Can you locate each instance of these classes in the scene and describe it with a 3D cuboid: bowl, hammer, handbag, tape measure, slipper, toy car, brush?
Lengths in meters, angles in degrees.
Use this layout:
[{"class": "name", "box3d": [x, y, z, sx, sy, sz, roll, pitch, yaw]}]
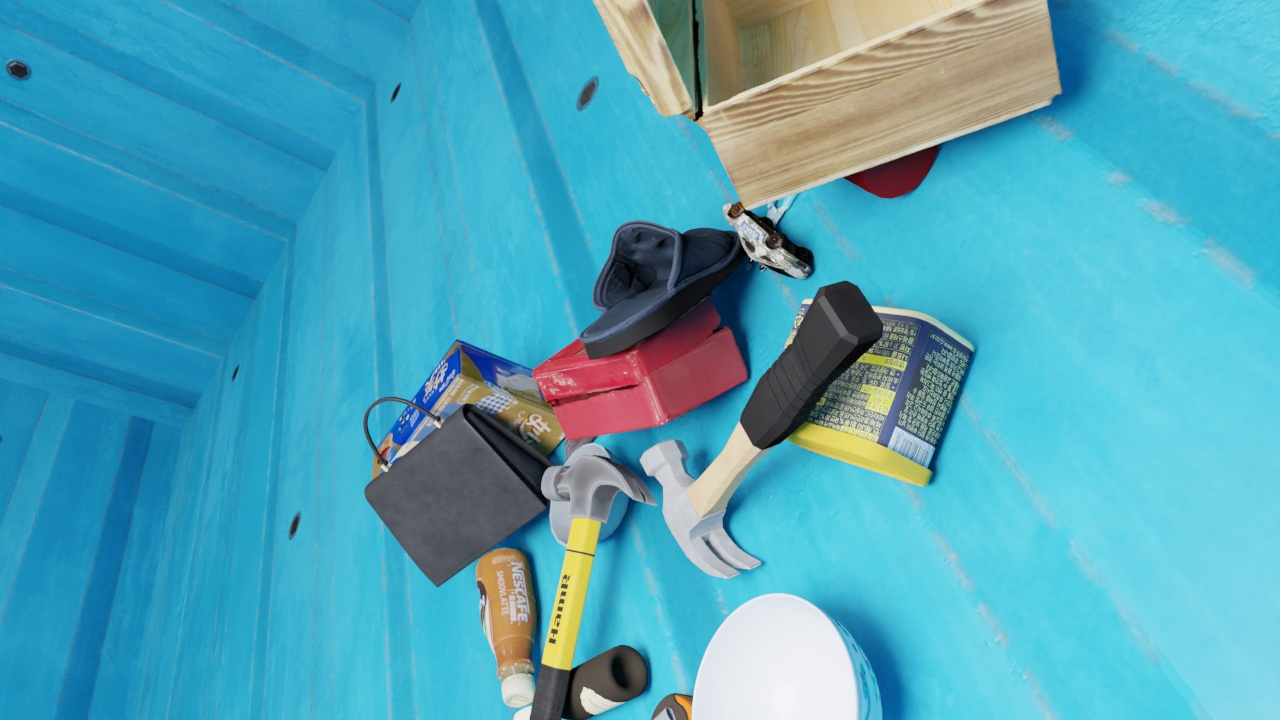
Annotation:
[{"class": "bowl", "box3d": [0.109, 0.234, 0.606, 0.144, 0.074, 0.143, -33, 45, 41]}, {"class": "bowl", "box3d": [-0.046, 0.139, 0.923, 0.107, 0.039, 0.106, -33, 45, 41]}, {"class": "hammer", "box3d": [0.080, 0.056, 0.657, 0.131, 0.039, 0.329, 62, 153, 23]}, {"class": "handbag", "box3d": [-0.220, 0.118, 0.989, 0.176, 0.196, 0.072, -38, 14, 23]}, {"class": "hammer", "box3d": [-0.066, 0.241, 0.813, 0.170, 0.034, 0.324, -12, 61, 56]}, {"class": "tape measure", "box3d": [0.032, 0.291, 0.717, 0.058, 0.038, 0.058, -50, 36, 25]}, {"class": "slipper", "box3d": [0.015, -0.090, 0.817, 0.109, 0.083, 0.264, -20, 13, 32]}, {"class": "toy car", "box3d": [0.111, -0.106, 0.829, 0.041, 0.048, 0.112, -53, 42, 14]}, {"class": "brush", "box3d": [-0.040, 0.051, 0.995, 0.151, 0.012, 0.039, -54, 34, 20]}]

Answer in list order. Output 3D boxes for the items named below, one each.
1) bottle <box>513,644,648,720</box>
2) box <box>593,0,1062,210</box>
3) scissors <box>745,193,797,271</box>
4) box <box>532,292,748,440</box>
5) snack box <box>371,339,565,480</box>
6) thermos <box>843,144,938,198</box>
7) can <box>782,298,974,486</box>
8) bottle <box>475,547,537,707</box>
[{"class": "bottle", "box3d": [-0.064, 0.309, 0.841, 0.185, 0.045, 0.045, -40, 41, 41]}, {"class": "box", "box3d": [0.086, -0.331, 0.644, 0.287, 0.336, 0.278, -19, 45, 21]}, {"class": "scissors", "box3d": [0.138, -0.145, 0.862, 0.095, 0.015, 0.142, -7, 70, 52]}, {"class": "box", "box3d": [0.000, 0.012, 0.841, 0.158, 0.129, 0.098, -9, 107, 51]}, {"class": "snack box", "box3d": [-0.195, 0.090, 1.063, 0.203, 0.155, 0.069, -48, 36, 27]}, {"class": "thermos", "box3d": [0.168, -0.212, 0.792, 0.108, 0.084, 0.198, -33, 38, -10]}, {"class": "can", "box3d": [0.159, 0.019, 0.668, 0.135, 0.075, 0.104, 15, 80, 58]}, {"class": "bottle", "box3d": [-0.135, 0.275, 0.951, 0.059, 0.059, 0.167, -49, 37, 26]}]
